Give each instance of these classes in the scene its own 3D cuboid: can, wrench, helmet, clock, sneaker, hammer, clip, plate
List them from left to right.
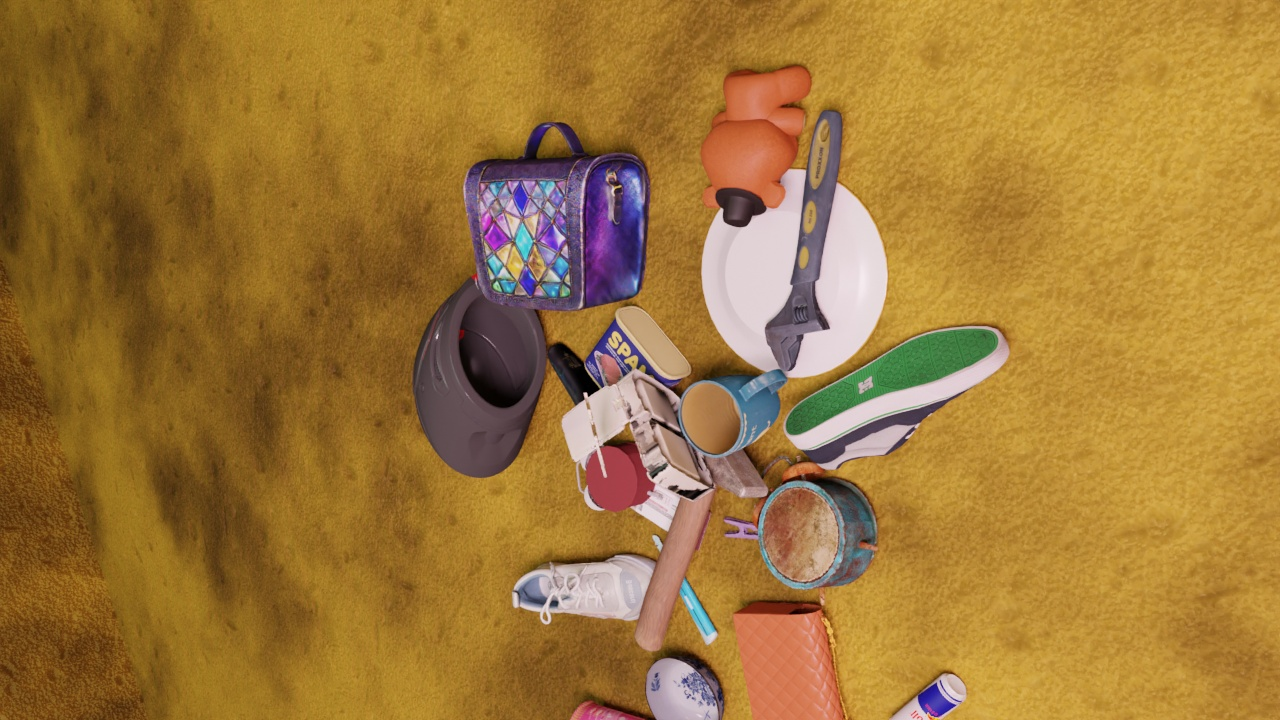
[{"bbox_3d":[-0.225,0.026,1.241,0.170,0.164,0.264,-17,78,54],"label":"helmet"},{"bbox_3d":[-0.075,0.312,1.226,0.243,0.090,0.089,-11,91,39],"label":"sneaker"},{"bbox_3d":[-0.033,0.148,1.172,0.125,0.044,0.087,-6,90,38],"label":"clock"},{"bbox_3d":[-0.007,0.007,1.132,0.116,0.056,0.092,51,126,19],"label":"can"},{"bbox_3d":[0.052,0.224,1.097,0.158,0.037,0.301,44,123,50],"label":"hammer"},{"bbox_3d":[0.122,0.200,1.096,0.052,0.013,0.035,-1,99,36],"label":"clip"},{"bbox_3d":[0.158,-0.092,1.002,0.230,0.021,0.230,9,104,37],"label":"plate"},{"bbox_3d":[0.185,0.175,1.004,0.121,0.073,0.157,-55,49,26],"label":"clock"},{"bbox_3d":[0.176,-0.119,0.952,0.073,0.022,0.274,21,112,42],"label":"wrench"},{"bbox_3d":[0.264,0.044,0.920,0.236,0.084,0.079,-30,115,31],"label":"sneaker"},{"bbox_3d":[0.303,0.368,0.970,0.032,0.032,0.095,47,124,22],"label":"can"}]

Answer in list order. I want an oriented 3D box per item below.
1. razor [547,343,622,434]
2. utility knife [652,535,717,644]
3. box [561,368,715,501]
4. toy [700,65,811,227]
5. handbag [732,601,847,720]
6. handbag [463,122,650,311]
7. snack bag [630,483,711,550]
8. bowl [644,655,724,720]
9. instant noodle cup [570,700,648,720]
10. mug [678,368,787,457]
[{"bbox_3d":[-0.078,0.042,1.206,0.151,0.053,0.067,52,143,26],"label":"razor"},{"bbox_3d":[0.054,0.289,1.168,0.022,0.015,0.151,-45,68,36],"label":"utility knife"},{"bbox_3d":[-0.030,0.086,1.000,0.107,0.193,0.143,-38,46,19],"label":"box"},{"bbox_3d":[0.115,-0.228,0.963,0.112,0.096,0.176,11,76,37],"label":"toy"},{"bbox_3d":[0.181,0.366,1.049,0.109,0.060,0.172,-12,88,45],"label":"handbag"},{"bbox_3d":[-0.104,-0.178,1.129,0.205,0.125,0.222,8,106,38],"label":"handbag"},{"bbox_3d":[0.021,0.180,1.171,0.158,0.013,0.057,27,111,33],"label":"snack bag"},{"bbox_3d":[0.064,0.423,1.165,0.114,0.045,0.114,9,105,37],"label":"bowl"},{"bbox_3d":[-0.030,0.516,1.235,0.109,0.097,0.098,-4,96,31],"label":"instant noodle cup"},{"bbox_3d":[0.114,0.047,1.012,0.112,0.104,0.084,-43,72,33],"label":"mug"}]
